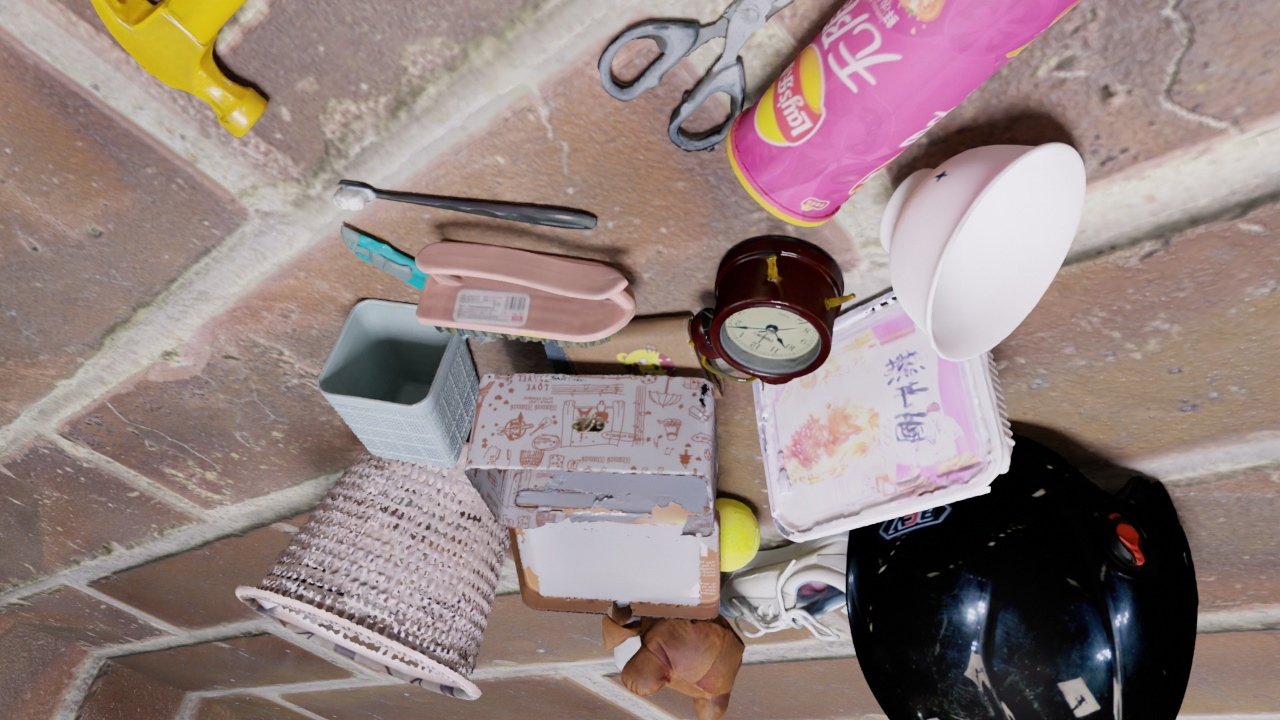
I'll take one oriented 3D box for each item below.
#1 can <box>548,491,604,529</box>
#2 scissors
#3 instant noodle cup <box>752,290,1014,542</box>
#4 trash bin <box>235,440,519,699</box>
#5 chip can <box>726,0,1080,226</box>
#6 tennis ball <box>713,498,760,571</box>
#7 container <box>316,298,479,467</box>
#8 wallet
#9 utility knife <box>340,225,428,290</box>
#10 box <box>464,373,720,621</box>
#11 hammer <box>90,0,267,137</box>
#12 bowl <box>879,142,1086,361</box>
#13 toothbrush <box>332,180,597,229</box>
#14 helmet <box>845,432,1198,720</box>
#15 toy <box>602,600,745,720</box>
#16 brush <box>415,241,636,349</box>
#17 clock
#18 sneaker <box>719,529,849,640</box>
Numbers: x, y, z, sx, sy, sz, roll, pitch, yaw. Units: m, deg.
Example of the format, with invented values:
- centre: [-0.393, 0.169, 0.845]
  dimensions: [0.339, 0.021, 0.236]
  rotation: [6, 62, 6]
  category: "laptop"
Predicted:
- centre: [-0.049, 0.154, 0.863]
  dimensions: [0.049, 0.074, 0.148]
  rotation: [7, 145, 18]
  category: "can"
- centre: [0.046, -0.168, 0.444]
  dimensions: [0.156, 0.014, 0.169]
  rotation: [9, 144, 8]
  category: "scissors"
- centre: [0.158, 0.036, 0.590]
  dimensions: [0.060, 0.137, 0.174]
  rotation: [13, 152, -38]
  category: "instant noodle cup"
- centre: [-0.212, 0.172, 0.832]
  dimensions: [0.227, 0.191, 0.228]
  rotation: [18, 152, 10]
  category: "trash bin"
- centre: [0.124, -0.144, 0.395]
  dimensions: [0.071, 0.071, 0.211]
  rotation: [28, 143, -17]
  category: "chip can"
- centre: [0.075, 0.156, 0.825]
  dimensions: [0.065, 0.065, 0.066]
  rotation: [11, 144, 8]
  category: "tennis ball"
- centre: [-0.182, 0.023, 0.728]
  dimensions: [0.090, 0.090, 0.112]
  rotation: [8, 147, 12]
  category: "container"
- centre: [-0.004, 0.004, 0.681]
  dimensions: [0.115, 0.033, 0.090]
  rotation: [-5, 139, 22]
  category: "wallet"
- centre: [-0.150, -0.056, 0.670]
  dimensions: [0.151, 0.012, 0.029]
  rotation: [26, 146, -14]
  category: "utility knife"
- centre: [-0.026, 0.119, 0.733]
  dimensions: [0.179, 0.105, 0.261]
  rotation: [1, 148, 8]
  category: "box"
- centre: [-0.177, -0.214, 0.451]
  dimensions: [0.302, 0.032, 0.129]
  rotation: [-17, 134, 37]
  category: "hammer"
- centre: [0.166, -0.066, 0.479]
  dimensions: [0.065, 0.118, 0.118]
  rotation: [41, 164, 41]
  category: "bowl"
- centre: [-0.116, -0.099, 0.598]
  dimensions: [0.181, 0.018, 0.016]
  rotation: [8, 141, 9]
  category: "toothbrush"
- centre: [0.265, 0.186, 0.672]
  dimensions: [0.234, 0.229, 0.274]
  rotation: [-29, 105, 43]
  category: "helmet"
- centre: [0.023, 0.265, 0.894]
  dimensions: [0.140, 0.199, 0.130]
  rotation: [35, 98, -24]
  category: "toy"
- centre: [-0.075, -0.045, 0.612]
  dimensions: [0.146, 0.063, 0.073]
  rotation: [8, 154, 10]
  category: "brush"
- centre: [0.080, -0.024, 0.587]
  dimensions: [0.082, 0.055, 0.122]
  rotation: [23, 141, -11]
  category: "clock"
- centre: [0.139, 0.228, 0.876]
  dimensions: [0.089, 0.090, 0.243]
  rotation: [31, 143, -18]
  category: "sneaker"
